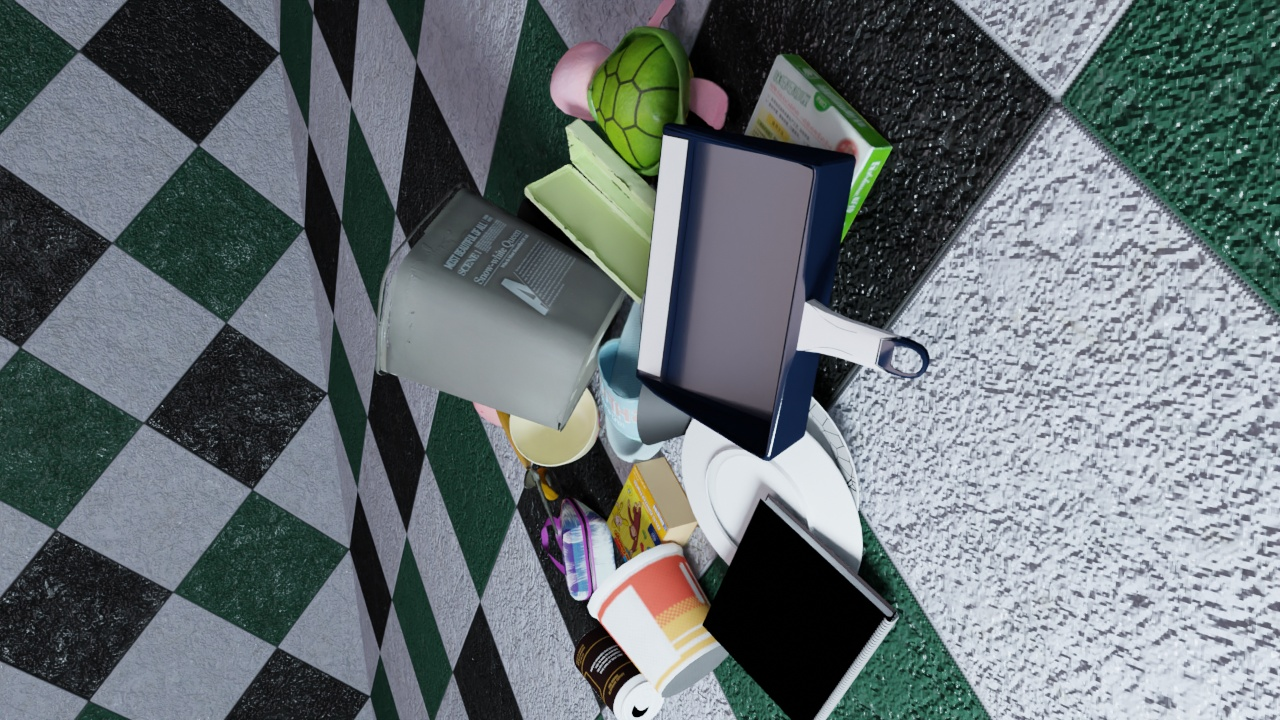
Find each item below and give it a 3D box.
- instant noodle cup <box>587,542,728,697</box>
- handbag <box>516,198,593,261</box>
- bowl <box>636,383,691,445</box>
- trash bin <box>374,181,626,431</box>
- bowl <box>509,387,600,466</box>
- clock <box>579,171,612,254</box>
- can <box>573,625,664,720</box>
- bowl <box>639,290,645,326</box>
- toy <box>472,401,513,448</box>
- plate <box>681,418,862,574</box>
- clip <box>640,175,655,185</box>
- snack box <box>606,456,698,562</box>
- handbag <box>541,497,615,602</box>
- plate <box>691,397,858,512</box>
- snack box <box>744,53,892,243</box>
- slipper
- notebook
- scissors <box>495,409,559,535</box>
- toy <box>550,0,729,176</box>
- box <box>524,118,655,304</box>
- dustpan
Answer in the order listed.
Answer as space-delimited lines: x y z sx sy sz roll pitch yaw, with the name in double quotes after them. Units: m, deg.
0.027 0.287 0.999 0.121 0.123 0.124 51 141 29 "instant noodle cup"
-0.129 -0.114 1.148 0.125 0.114 0.154 57 141 28 "handbag"
0.048 0.033 0.914 0.052 0.123 0.124 16 117 22 "bowl"
-0.151 -0.049 1.039 0.220 0.196 0.198 25 137 3 "trash bin"
-0.100 0.082 1.186 0.118 0.118 0.074 69 -169 19 "bowl"
-0.045 -0.169 1.047 0.129 0.052 0.090 54 142 45 "clock"
-0.029 0.400 1.171 0.129 0.071 0.072 31 125 54 "can"
0.063 -0.041 0.857 0.114 0.063 0.113 -6 76 22 "bowl"
-0.181 0.039 1.313 0.237 0.096 0.192 6 115 53 "toy"
0.110 0.134 0.839 0.209 0.015 0.209 27 130 38 "plate"
0.004 -0.216 0.970 0.045 0.024 0.062 -26 73 60 "clip"
0.012 0.187 1.064 0.088 0.040 0.126 60 145 31 "snack box"
-0.098 0.258 1.270 0.170 0.068 0.144 180 83 -67 "handbag"
0.121 0.090 0.829 0.189 0.016 0.189 27 130 38 "plate"
0.127 -0.146 0.769 0.132 0.027 0.168 58 144 32 "snack box"
-0.006 0.006 1.006 0.104 0.074 0.246 54 140 40 "slipper"
0.137 0.238 0.840 0.149 0.016 0.207 42 138 27 "notebook"
-0.149 0.137 1.221 0.225 0.016 0.225 62 179 4 "scissors"
-0.003 -0.260 0.906 0.238 0.087 0.190 41 127 41 "toy"
-0.020 -0.154 0.918 0.188 0.091 0.083 43 145 15 "box"
0.099 -0.044 0.711 0.273 0.079 0.237 19 114 29 "dustpan"
